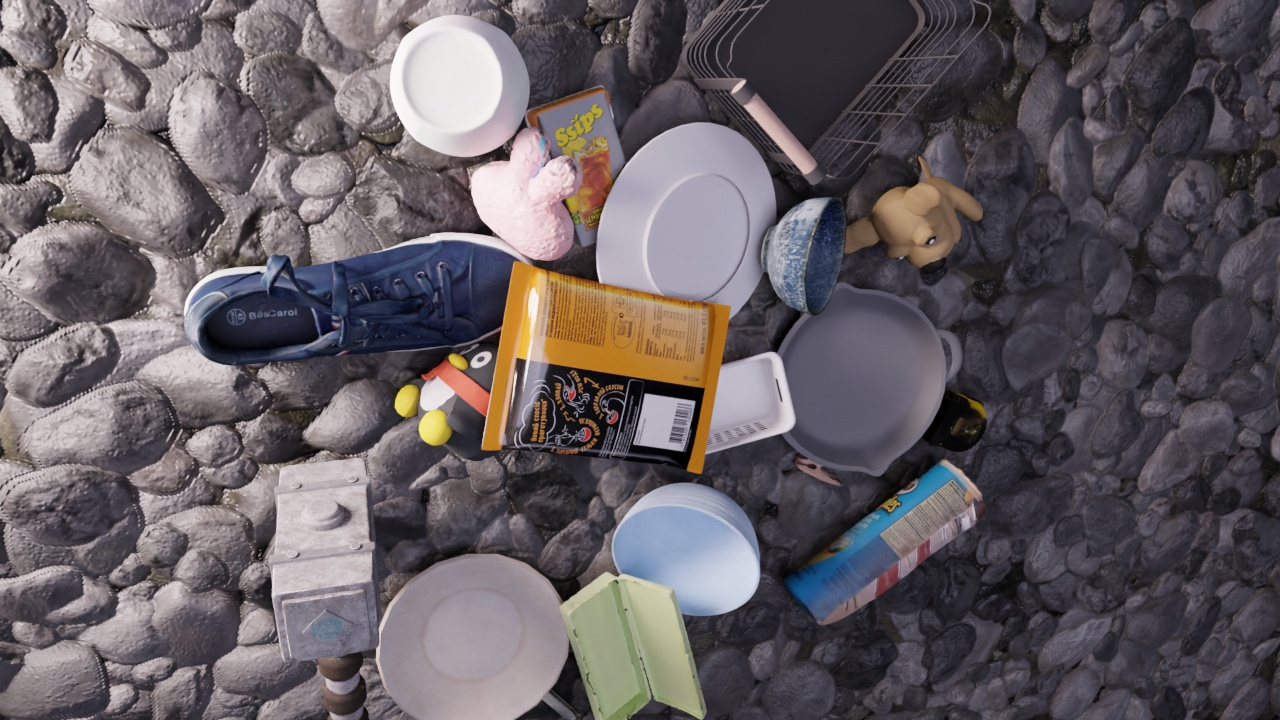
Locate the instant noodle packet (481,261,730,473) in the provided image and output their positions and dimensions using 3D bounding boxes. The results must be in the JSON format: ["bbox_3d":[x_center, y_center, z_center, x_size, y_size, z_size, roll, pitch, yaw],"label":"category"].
[{"bbox_3d":[-0.024,0.011,0.818,0.220,0.032,0.160,9,91,-28],"label":"instant noodle packet"}]

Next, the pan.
[{"bbox_3d":[0.167,0.039,0.960,0.354,0.024,0.216,-17,106,-6],"label":"pan"}]

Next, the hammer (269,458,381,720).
[{"bbox_3d":[-0.273,0.264,0.832,0.079,0.177,0.327,-5,120,-16],"label":"hammer"}]

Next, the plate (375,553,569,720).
[{"bbox_3d":[-0.166,0.279,0.917,0.188,0.027,0.189,-3,101,-14],"label":"plate"}]

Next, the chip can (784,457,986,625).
[{"bbox_3d":[0.272,0.207,1.021,0.229,0.080,0.080,-36,113,-4],"label":"chip can"}]

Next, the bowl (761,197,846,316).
[{"bbox_3d":[0.153,-0.105,0.888,0.114,0.061,0.114,-38,135,-50],"label":"bowl"}]

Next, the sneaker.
[{"bbox_3d":[-0.224,-0.047,0.761,0.294,0.127,0.121,-10,110,-17],"label":"sneaker"}]

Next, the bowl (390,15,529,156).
[{"bbox_3d":[-0.149,-0.224,0.746,0.116,0.065,0.116,-1,102,-3],"label":"bowl"}]

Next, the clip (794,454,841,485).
[{"bbox_3d":[0.199,0.109,0.995,0.060,0.024,0.041,25,97,-19],"label":"clip"}]

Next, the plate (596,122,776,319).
[{"bbox_3d":[0.051,-0.112,0.850,0.208,0.015,0.209,-15,117,-31],"label":"plate"}]

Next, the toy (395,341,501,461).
[{"bbox_3d":[-0.143,0.031,0.826,0.119,0.097,0.099,-51,131,-6],"label":"toy"}]

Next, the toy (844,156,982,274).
[{"bbox_3d":[0.278,-0.142,0.912,0.108,0.134,0.106,-32,92,-35],"label":"toy"}]

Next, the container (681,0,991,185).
[{"bbox_3d":[0.173,-0.287,0.807,0.163,0.130,0.241,41,91,-24],"label":"container"}]

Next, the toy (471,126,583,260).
[{"bbox_3d":[-0.093,-0.142,0.783,0.108,0.053,0.105,45,130,11],"label":"toy"}]

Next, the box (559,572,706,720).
[{"bbox_3d":[-0.007,0.303,0.955,0.130,0.064,0.188,-11,119,7],"label":"box"}]

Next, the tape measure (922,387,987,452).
[{"bbox_3d":[0.353,0.071,1.024,0.062,0.038,0.067,19,99,-22],"label":"tape measure"}]

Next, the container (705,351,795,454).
[{"bbox_3d":[0.080,0.042,0.905,0.129,0.049,0.081,-15,99,-3],"label":"container"}]

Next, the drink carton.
[{"bbox_3d":[-0.049,-0.172,0.817,0.076,0.048,0.125,-22,111,-10],"label":"drink carton"}]

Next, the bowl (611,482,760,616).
[{"bbox_3d":[0.052,0.179,0.929,0.151,0.074,0.151,8,125,12],"label":"bowl"}]

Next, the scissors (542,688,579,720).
[{"bbox_3d":[-0.107,0.316,0.966,0.198,0.015,0.179,-13,109,-12],"label":"scissors"}]
